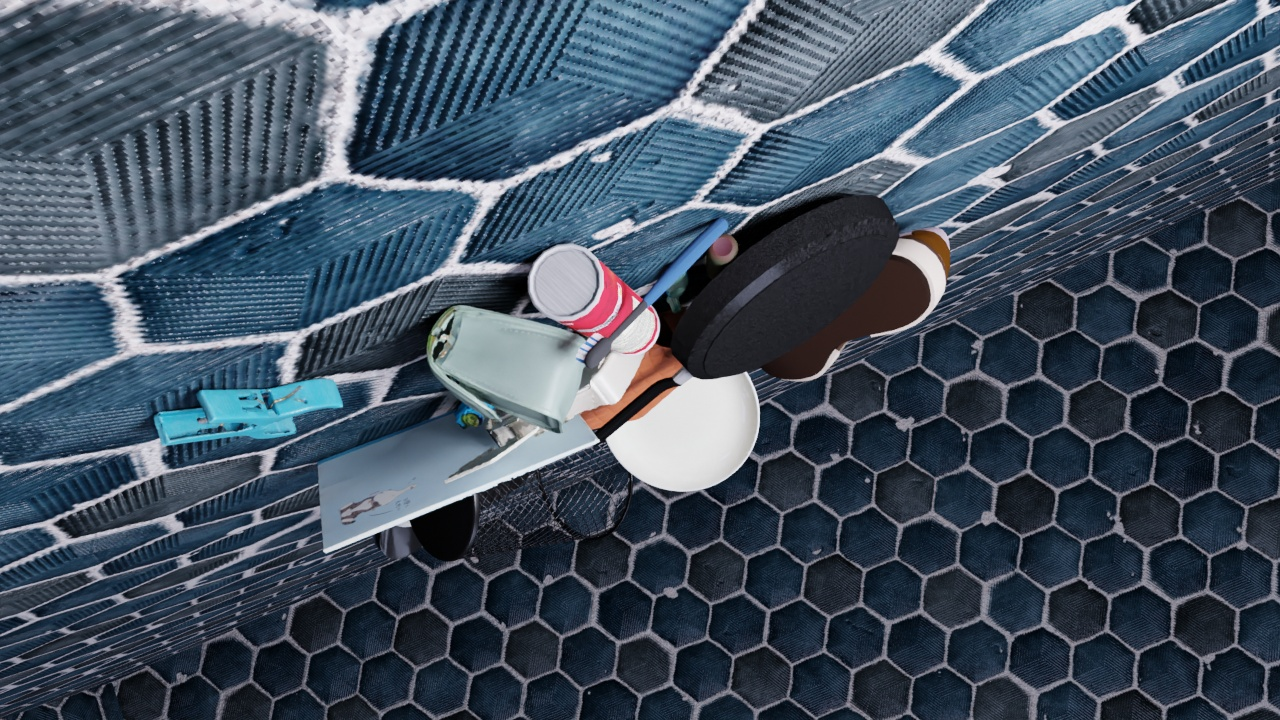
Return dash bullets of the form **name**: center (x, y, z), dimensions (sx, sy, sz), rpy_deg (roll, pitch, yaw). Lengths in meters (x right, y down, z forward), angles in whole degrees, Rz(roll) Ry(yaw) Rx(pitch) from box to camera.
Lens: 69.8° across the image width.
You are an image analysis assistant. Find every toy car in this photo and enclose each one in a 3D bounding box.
- **toy car**: center (-0.128, 0.022, 0.833), dimensions (0.105, 0.032, 0.048), rpy_deg (-35, -166, 19)

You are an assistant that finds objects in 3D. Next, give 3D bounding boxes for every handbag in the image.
- **handbag**: center (-0.005, 0.006, 0.935), dimensions (0.108, 0.060, 0.172), rpy_deg (-14, 159, -43)
- **handbag**: center (-0.097, 0.010, 0.671), dimensions (0.106, 0.067, 0.122), rpy_deg (17, 170, 0)

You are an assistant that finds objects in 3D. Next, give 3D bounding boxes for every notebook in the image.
- **notebook**: center (-0.182, 0.088, 0.877), dimensions (0.253, 0.009, 0.181), rpy_deg (-22, -156, -13)

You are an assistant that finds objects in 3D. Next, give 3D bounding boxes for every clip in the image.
- **clip**: center (-0.277, 0.042, 0.636), dimensions (0.120, 0.030, 0.130), rpy_deg (-24, 172, 38)

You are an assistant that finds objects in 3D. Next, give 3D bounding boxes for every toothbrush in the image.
- **toothbrush**: center (0.012, -0.051, 0.638), dimensions (0.167, 0.014, 0.014), rpy_deg (-47, 151, -31)
- **toothbrush**: center (0.031, -0.062, 0.807), dimensions (0.022, 0.017, 0.135), rpy_deg (-20, 171, -2)

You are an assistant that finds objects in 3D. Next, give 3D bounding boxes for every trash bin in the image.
- **trash bin**: center (-0.147, 0.140, 1.067), dimensions (0.209, 0.184, 0.185), rpy_deg (-6, 162, -44)

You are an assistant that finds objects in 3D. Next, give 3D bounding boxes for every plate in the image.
- **plate**: center (0.045, 0.057, 1.043), dimensions (0.183, 0.182, 0.034), rpy_deg (-26, -176, 16)

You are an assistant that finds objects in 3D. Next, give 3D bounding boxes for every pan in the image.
- **pan**: center (0.083, -0.017, 0.832), dimensions (0.357, 0.034, 0.225), rpy_deg (-41, 158, 21)

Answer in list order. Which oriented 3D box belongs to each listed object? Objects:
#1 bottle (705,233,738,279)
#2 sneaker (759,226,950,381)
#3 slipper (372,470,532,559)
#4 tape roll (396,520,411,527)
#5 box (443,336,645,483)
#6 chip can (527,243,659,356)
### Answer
- **bottle**: center (0.067, -0.081, 0.765), dimensions (0.025, 0.025, 0.106), rpy_deg (-23, 171, 0)
- **sneaker**: center (0.232, -0.074, 1.043), dimensions (0.116, 0.111, 0.295), rpy_deg (-42, -177, -35)
- **slipper**: center (-0.251, 0.154, 1.213), dimensions (0.264, 0.083, 0.109), rpy_deg (-32, 137, -35)
- **tape roll**: center (-0.274, 0.156, 1.107), dimensions (0.092, 0.093, 0.013), rpy_deg (-16, -155, -37)
- **box**: center (-0.083, 0.042, 0.800), dimensions (0.144, 0.044, 0.183), rpy_deg (-26, -160, 28)
- **chip can**: center (-0.028, -0.040, 0.684), dimensions (0.052, 0.051, 0.214), rpy_deg (-24, 171, 7)
